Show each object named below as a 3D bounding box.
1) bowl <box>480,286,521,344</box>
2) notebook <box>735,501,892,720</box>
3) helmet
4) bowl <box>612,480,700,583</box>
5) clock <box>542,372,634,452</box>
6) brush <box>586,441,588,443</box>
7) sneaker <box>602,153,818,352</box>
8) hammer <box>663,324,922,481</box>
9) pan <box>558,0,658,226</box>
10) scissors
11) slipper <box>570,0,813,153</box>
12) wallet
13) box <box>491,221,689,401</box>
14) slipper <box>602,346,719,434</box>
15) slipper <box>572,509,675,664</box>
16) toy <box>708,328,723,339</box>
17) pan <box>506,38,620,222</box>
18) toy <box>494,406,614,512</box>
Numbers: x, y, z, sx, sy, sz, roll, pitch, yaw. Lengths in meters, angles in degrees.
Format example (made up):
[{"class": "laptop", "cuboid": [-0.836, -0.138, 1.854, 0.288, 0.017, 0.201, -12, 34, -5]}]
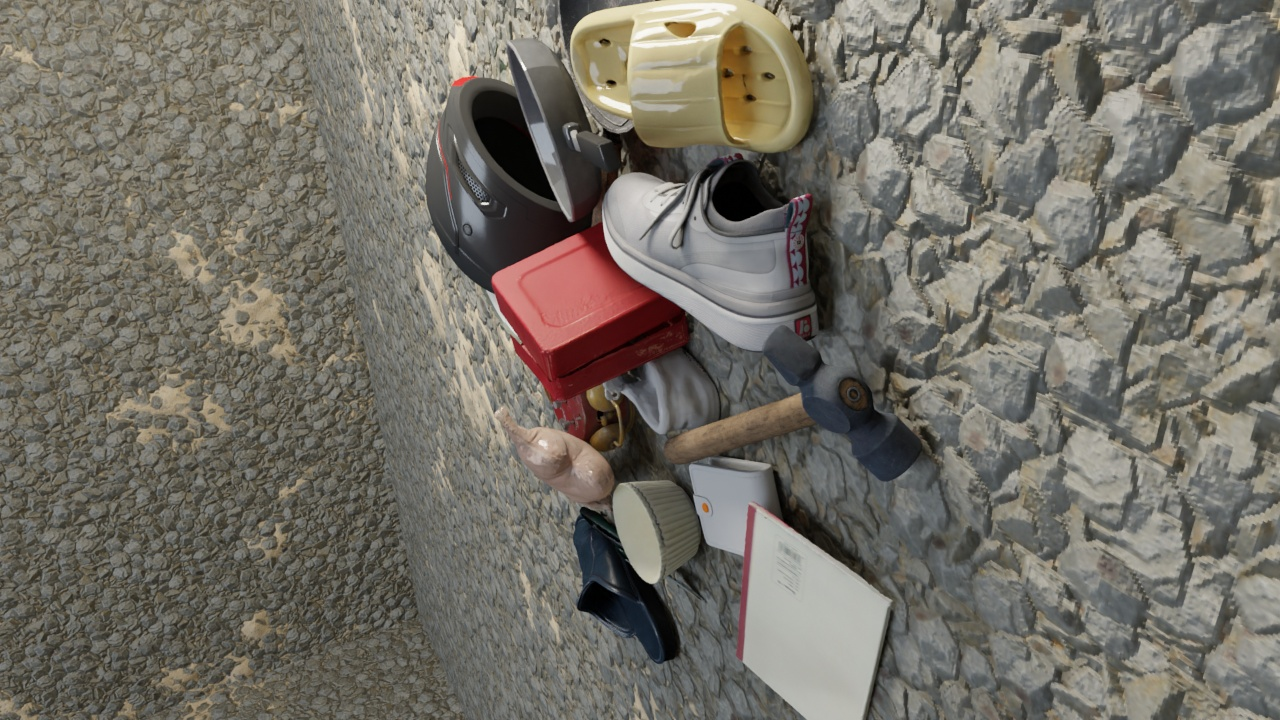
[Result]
[{"class": "bowl", "cuboid": [-0.151, -0.100, 1.194, 0.153, 0.072, 0.154, 45, 153, 29]}, {"class": "notebook", "cuboid": [0.145, 0.240, 0.813, 0.153, 0.012, 0.209, 34, 137, 39]}, {"class": "helmet", "cuboid": [-0.151, -0.171, 1.041, 0.264, 0.163, 0.170, 52, 133, 3]}, {"class": "bowl", "cuboid": [0.022, 0.184, 1.025, 0.115, 0.062, 0.115, 46, 144, 48]}, {"class": "clock", "cuboid": [-0.062, 0.049, 1.102, 0.159, 0.081, 0.117, 41, 140, 51]}, {"class": "brush", "cuboid": [-0.087, 0.102, 1.274, 0.039, 0.012, 0.151, -37, 71, 65]}, {"class": "sneaker", "cuboid": [0.049, -0.118, 0.745, 0.263, 0.096, 0.129, 43, 139, 44]}, {"class": "hammer", "cuboid": [0.087, 0.056, 0.760, 0.129, 0.040, 0.322, 43, 157, -6]}, {"class": "pan", "cuboid": [-0.025, -0.253, 0.888, 0.207, 0.040, 0.358, 51, 148, 42]}, {"class": "scissors", "cuboid": [-0.002, 0.229, 1.095, 0.142, 0.015, 0.210, 50, 161, -23]}, {"class": "slipper", "cuboid": [0.014, -0.221, 0.713, 0.262, 0.079, 0.111, 26, 133, 44]}, {"class": "wallet", "cuboid": [0.097, 0.153, 0.876, 0.119, 0.037, 0.115, -1, 103, 62]}, {"class": "box", "cuboid": [-0.048, -0.052, 0.899, 0.134, 0.157, 0.112, 44, 153, 44]}, {"class": "slipper", "cuboid": [-0.006, 0.006, 0.979, 0.247, 0.074, 0.112, 45, 128, 51]}, {"class": "slipper", "cuboid": [-0.049, 0.306, 1.233, 0.265, 0.083, 0.109, 49, 148, 47]}, {"class": "toy", "cuboid": [0.056, -0.069, 0.831, 0.111, 0.030, 0.049, -117, 24, -42]}, {"class": "pan", "cuboid": [-0.058, -0.196, 0.801, 0.357, 0.041, 0.179, -127, 17, -68]}, {"class": "toy", "cuboid": [-0.096, 0.127, 1.123, 0.196, 0.065, 0.265, 37, 169, -3]}]
